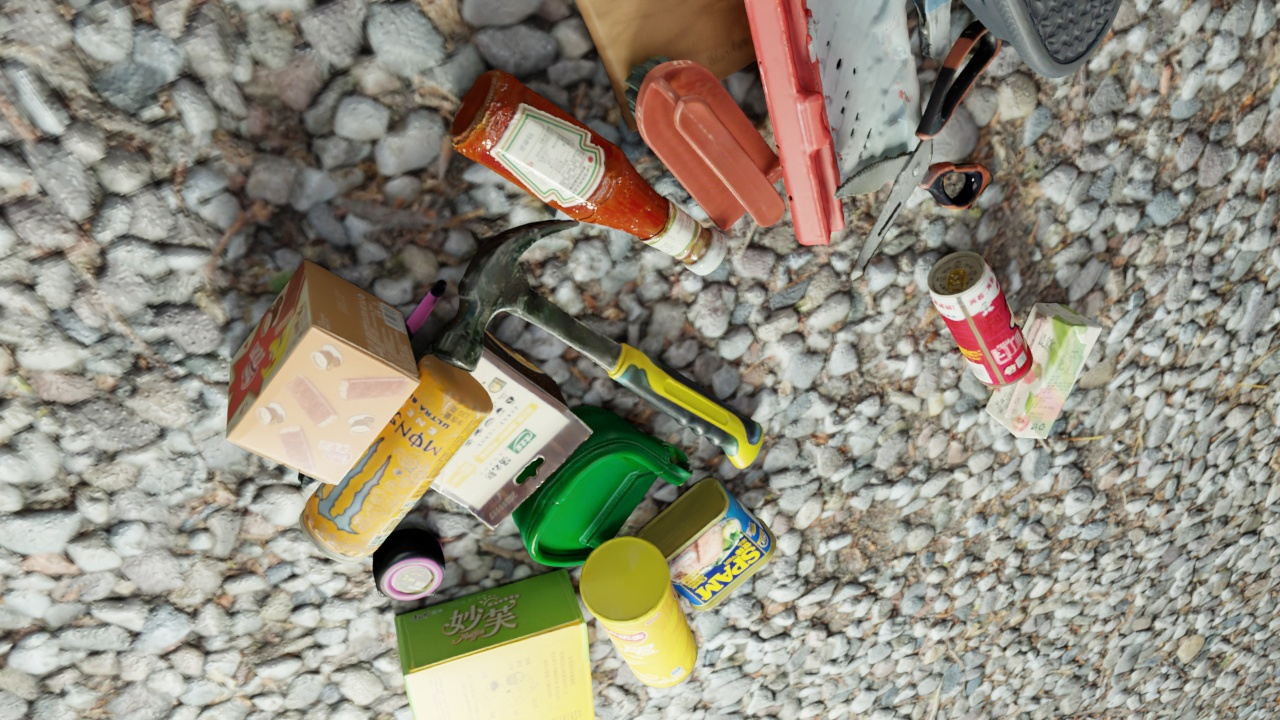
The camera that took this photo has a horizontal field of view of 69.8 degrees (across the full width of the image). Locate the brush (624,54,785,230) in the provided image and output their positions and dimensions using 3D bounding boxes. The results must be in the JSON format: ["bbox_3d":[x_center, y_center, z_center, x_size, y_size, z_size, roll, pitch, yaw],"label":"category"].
[{"bbox_3d":[0.046,-0.141,0.599,0.063,0.069,0.145,-45,141,7],"label":"brush"}]

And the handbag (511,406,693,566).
[{"bbox_3d":[-0.034,0.108,0.746,0.120,0.068,0.131,22,111,-34],"label":"handbag"}]

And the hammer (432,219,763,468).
[{"bbox_3d":[-0.004,0.004,0.693,0.323,0.032,0.126,32,77,-41],"label":"hammer"}]

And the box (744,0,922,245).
[{"bbox_3d":[0.127,-0.194,0.622,0.154,0.074,0.201,-44,132,-27],"label":"box"}]

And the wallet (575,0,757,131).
[{"bbox_3d":[0.024,-0.218,0.590,0.115,0.020,0.101,-31,130,-4],"label":"wallet"}]

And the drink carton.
[{"bbox_3d":[0.376,0.009,0.864,0.045,0.053,0.123,1,120,-23],"label":"drink carton"}]

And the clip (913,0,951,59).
[{"bbox_3d":[0.209,-0.241,0.652,0.027,0.043,0.058,-28,135,-8],"label":"clip"}]

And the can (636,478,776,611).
[{"bbox_3d":[0.058,0.166,0.831,0.102,0.057,0.083,-41,125,6],"label":"can"}]

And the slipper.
[{"bbox_3d":[0.219,-0.307,0.584,0.110,0.083,0.268,-40,111,-8],"label":"slipper"}]

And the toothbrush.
[{"bbox_3d":[-0.192,0.019,0.654,0.014,0.017,0.189,30,105,-33],"label":"toothbrush"}]

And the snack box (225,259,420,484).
[{"bbox_3d":[-0.206,0.007,0.591,0.077,0.092,0.094,32,105,-35],"label":"snack box"}]

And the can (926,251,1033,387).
[{"bbox_3d":[0.297,-0.035,0.802,0.053,0.053,0.133,-40,127,5],"label":"can"}]

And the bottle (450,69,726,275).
[{"bbox_3d":[-0.025,-0.115,0.606,0.206,0.059,0.060,27,108,-33],"label":"bottle"}]

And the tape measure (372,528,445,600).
[{"bbox_3d":[-0.186,0.163,0.737,0.057,0.039,0.058,5,124,-26],"label":"tape measure"}]

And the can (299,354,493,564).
[{"bbox_3d":[-0.164,0.066,0.614,0.058,0.058,0.146,33,104,-35],"label":"can"}]

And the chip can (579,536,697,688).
[{"bbox_3d":[0.003,0.225,0.797,0.072,0.072,0.214,-25,147,-6],"label":"chip can"}]

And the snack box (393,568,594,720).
[{"bbox_3d":[-0.125,0.302,0.834,0.157,0.070,0.210,-12,125,-15],"label":"snack box"}]

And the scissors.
[{"bbox_3d":[0.212,-0.154,0.672,0.225,0.015,0.189,-12,119,-43],"label":"scissors"}]

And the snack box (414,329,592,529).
[{"bbox_3d":[-0.121,0.047,0.678,0.113,0.053,0.125,-44,127,9],"label":"snack box"}]
